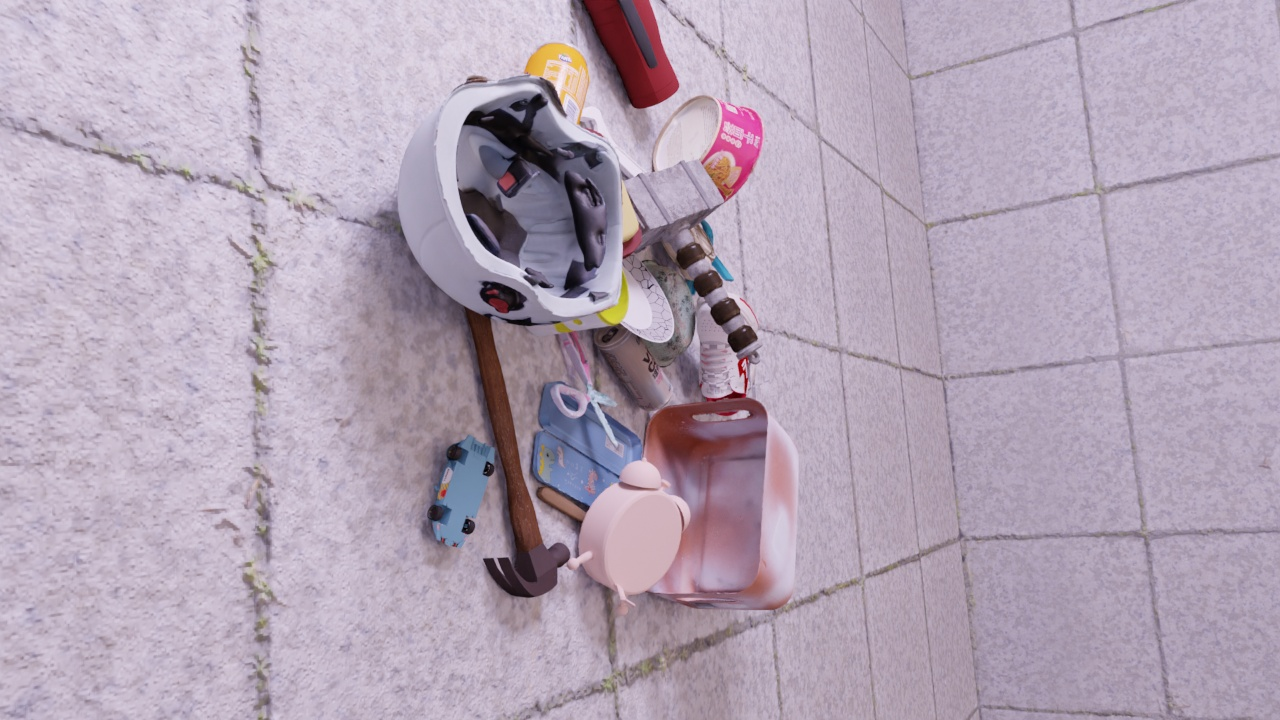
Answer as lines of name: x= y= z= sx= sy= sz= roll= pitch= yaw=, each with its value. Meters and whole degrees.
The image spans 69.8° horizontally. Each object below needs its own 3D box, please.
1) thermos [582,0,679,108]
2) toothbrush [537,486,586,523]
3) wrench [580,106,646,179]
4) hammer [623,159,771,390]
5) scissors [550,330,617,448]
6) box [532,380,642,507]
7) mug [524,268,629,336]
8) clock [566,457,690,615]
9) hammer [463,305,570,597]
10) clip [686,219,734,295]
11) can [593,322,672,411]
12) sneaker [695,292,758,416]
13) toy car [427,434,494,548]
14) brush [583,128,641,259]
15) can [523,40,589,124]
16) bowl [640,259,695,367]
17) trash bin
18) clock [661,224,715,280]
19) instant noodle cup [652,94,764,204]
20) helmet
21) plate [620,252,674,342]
thermos: x=-0.013 y=-0.454 z=1.274 sx=0.199 sy=0.084 sz=0.108 roll=62 pitch=-2 yaw=-34
toothbrush: x=-0.072 y=0.187 z=1.099 sx=0.167 sy=0.016 sz=0.016 roll=42 pitch=51 yaw=-45
wrench: x=-0.012 y=-0.273 z=1.311 sx=0.273 sy=0.018 sz=0.066 roll=31 pitch=56 yaw=-54
hammer: x=0.087 y=-0.112 z=1.241 sx=0.176 sy=0.080 sz=0.326 roll=-28 pitch=85 yaw=-44
scissors: x=-0.070 y=0.037 z=1.103 sx=0.170 sy=0.014 sz=0.172 roll=67 pitch=19 yaw=-9
box: x=-0.063 y=0.118 z=1.128 sx=0.209 sy=0.021 sz=0.125 roll=39 pitch=52 yaw=-49
mug: x=-0.078 y=-0.074 z=1.059 sx=0.082 sy=0.106 sz=0.082 roll=20 pitch=66 yaw=-56
clock: x=-0.003 y=0.214 z=1.108 sx=0.131 sy=0.086 sz=0.160 roll=52 pitch=57 yaw=-38
hammer: x=-0.143 y=0.096 z=0.984 sx=0.115 sy=0.033 sz=0.323 roll=-20 pitch=100 yaw=-61
clip: x=0.087 y=-0.163 z=1.435 sx=0.027 sy=0.104 sz=0.120 roll=13 pitch=65 yaw=-62
can: x=-0.007 y=0.007 z=1.213 sx=0.136 sy=0.054 sz=0.054 roll=57 pitch=38 yaw=-36
sneaker: x=0.121 y=0.003 z=1.367 sx=0.237 sy=0.090 sz=0.104 roll=78 pitch=26 yaw=-53
toy car: x=-0.183 y=0.129 z=0.911 sx=0.060 sy=0.028 sz=0.107 roll=39 pitch=60 yaw=-50
brush: x=-0.055 y=-0.206 z=1.133 sx=0.082 sy=0.042 sz=0.173 roll=-17 pitch=84 yaw=-28
can: x=-0.108 y=-0.305 z=1.092 sx=0.079 sy=0.079 sz=0.142 roll=44 pitch=47 yaw=-46
bowl: x=0.038 y=-0.070 z=1.324 sx=0.157 sy=0.039 sz=0.157 roll=22 pitch=65 yaw=-56
trash bin: x=0.111 y=0.200 z=1.245 sx=0.157 sy=0.182 sz=0.259 roll=39 pitch=50 yaw=-52
clock: x=0.077 y=-0.162 z=1.355 sx=0.093 sy=0.055 sz=0.140 roll=36 pitch=29 yaw=-44
instant noodle cup: x=0.091 y=-0.316 z=1.363 sx=0.077 sy=0.179 sz=0.178 roll=25 pitch=60 yaw=-37
helmet: x=-0.142 y=-0.145 z=0.914 sx=0.263 sy=0.164 sz=0.236 roll=19 pitch=62 yaw=-50
plate: x=-0.028 y=-0.097 z=1.184 sx=0.188 sy=0.016 sz=0.188 roll=38 pitch=28 yaw=-26
